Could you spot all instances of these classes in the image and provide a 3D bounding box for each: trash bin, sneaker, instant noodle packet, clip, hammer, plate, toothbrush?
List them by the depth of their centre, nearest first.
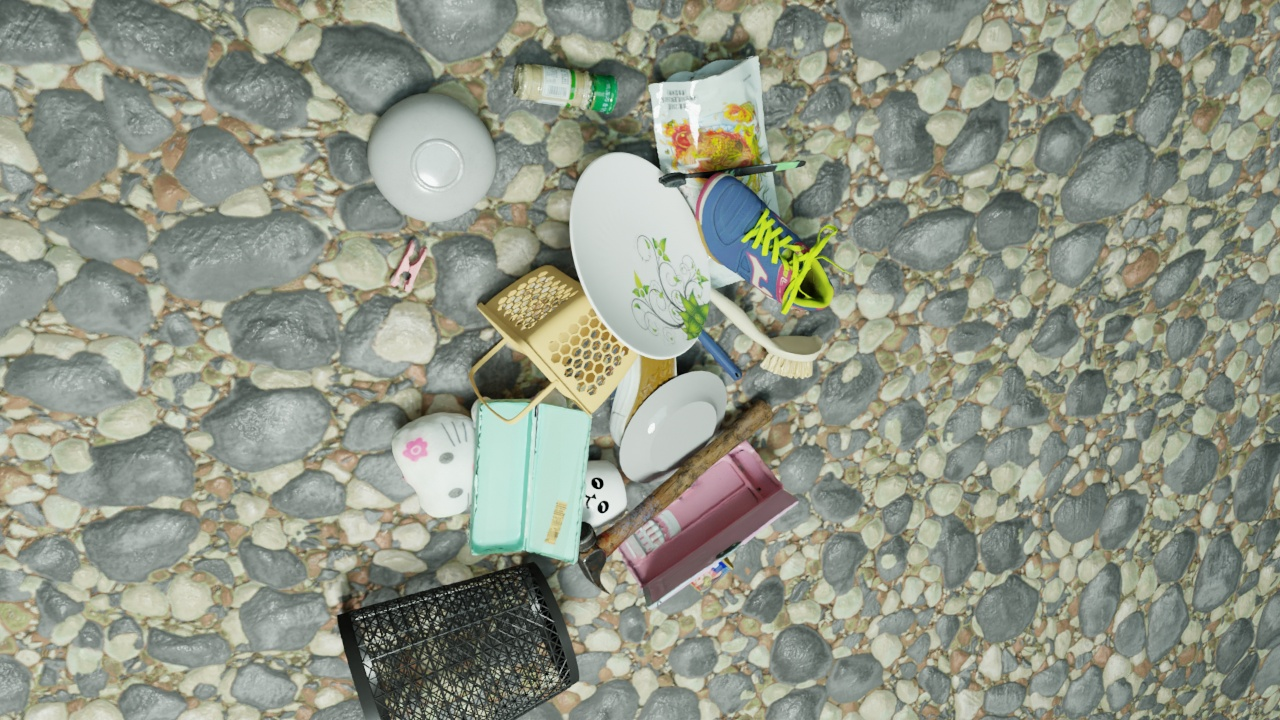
[{"bbox_3d":[-0.004,-0.111,1.001,0.229,0.030,0.229,18,66,-46],"label":"plate"},{"bbox_3d":[-0.264,-0.107,1.019,0.041,0.023,0.059,13,109,-27],"label":"clip"},{"bbox_3d":[0.109,-0.215,1.053,0.187,0.017,0.014,-11,136,-18],"label":"toothbrush"},{"bbox_3d":[0.157,-0.136,1.076,0.116,0.091,0.241,-54,134,0],"label":"sneaker"},{"bbox_3d":[0.095,-0.210,1.084,0.146,0.057,0.269,-19,122,-9],"label":"instant noodle packet"},{"bbox_3d":[-0.007,0.007,1.129,0.087,0.079,0.236,-23,137,-31],"label":"sneaker"},{"bbox_3d":[-0.220,0.372,1.138,0.242,0.217,0.217,-19,117,-18],"label":"trash bin"},{"bbox_3d":[0.073,-0.037,1.166,0.016,0.017,0.190,-42,118,2],"label":"toothbrush"},{"bbox_3d":[0.050,0.092,1.173,0.172,0.019,0.173,-24,135,-27],"label":"plate"},{"bbox_3d":[0.050,0.162,1.177,0.329,0.033,0.120,-37,135,-22],"label":"hammer"}]

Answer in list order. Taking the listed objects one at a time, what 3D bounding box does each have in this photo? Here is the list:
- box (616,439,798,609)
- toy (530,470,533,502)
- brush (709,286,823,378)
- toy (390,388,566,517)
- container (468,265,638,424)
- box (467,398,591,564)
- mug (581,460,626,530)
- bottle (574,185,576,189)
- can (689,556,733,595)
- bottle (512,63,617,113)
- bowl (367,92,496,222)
[{"bbox_3d":[0.087,0.222,1.198,0.233,0.172,0.075,-35,123,-1],"label":"box"},{"bbox_3d":[-0.153,0.172,1.161,0.087,0.050,0.112,-6,119,-17],"label":"toy"},{"bbox_3d":[0.127,-0.056,1.149,0.272,0.062,0.077,33,90,-29],"label":"brush"},{"bbox_3d":[-0.186,0.103,1.099,0.209,0.085,0.138,-16,113,-14],"label":"toy"},{"bbox_3d":[-0.111,-0.007,1.023,0.167,0.183,0.129,-43,119,-7],"label":"container"},{"bbox_3d":[-0.128,0.138,1.060,0.138,0.056,0.187,6,104,-7],"label":"box"},{"bbox_3d":[-0.063,0.188,1.163,0.076,0.090,0.124,-12,87,-23],"label":"mug"},{"bbox_3d":[-0.033,-0.153,1.063,0.048,0.048,0.131,-37,118,-1],"label":"bottle"},{"bbox_3d":[0.076,0.273,1.277,0.059,0.054,0.100,-42,118,4],"label":"can"},{"bbox_3d":[-0.081,-0.294,0.992,0.110,0.042,0.043,3,110,-18],"label":"bottle"},{"bbox_3d":[-0.217,-0.210,0.967,0.131,0.064,0.132,-7,114,-16],"label":"bowl"}]
